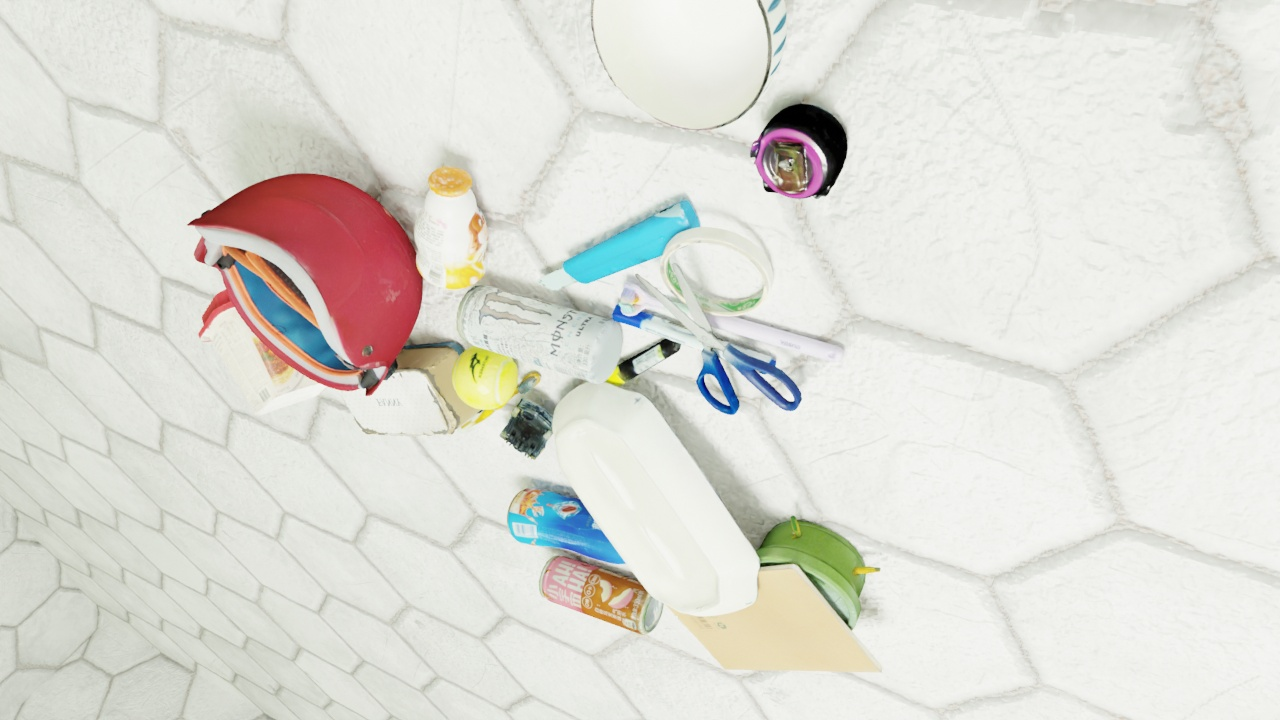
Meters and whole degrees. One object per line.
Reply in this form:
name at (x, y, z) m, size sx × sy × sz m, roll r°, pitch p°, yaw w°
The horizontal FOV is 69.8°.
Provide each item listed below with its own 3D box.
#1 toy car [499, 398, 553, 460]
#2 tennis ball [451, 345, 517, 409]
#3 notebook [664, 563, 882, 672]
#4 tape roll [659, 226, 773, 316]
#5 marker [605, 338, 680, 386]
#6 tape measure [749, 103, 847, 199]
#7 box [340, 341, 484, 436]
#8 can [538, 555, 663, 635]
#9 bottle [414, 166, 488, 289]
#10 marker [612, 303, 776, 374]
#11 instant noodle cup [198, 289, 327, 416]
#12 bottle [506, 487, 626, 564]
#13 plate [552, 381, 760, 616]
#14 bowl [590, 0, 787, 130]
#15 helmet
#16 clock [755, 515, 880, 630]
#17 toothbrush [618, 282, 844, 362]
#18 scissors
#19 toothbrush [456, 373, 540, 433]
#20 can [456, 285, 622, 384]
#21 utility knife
toy car at (-0.115, 0.070, 0.960) m, size 0.049 × 0.031 × 0.106 m, roll 34°, pitch 149°, yaw -2°
tennis ball at (-0.154, 0.016, 0.909) m, size 0.065 × 0.065 × 0.066 m, roll 21°, pitch 139°, yaw 19°
notebook at (0.116, 0.261, 0.912) m, size 0.208 × 0.008 × 0.148 m, roll -21°, pitch 115°, yaw 47°
tape roll at (0.057, -0.066, 0.694) m, size 0.086 × 0.013 × 0.086 m, roll 14°, pitch 146°, yaw 10°
marker at (-0.005, 0.005, 0.829) m, size 0.124 × 0.015 × 0.018 m, roll -30°, pitch 99°, yaw 46°
tape measure at (0.102, -0.132, 0.589) m, size 0.057 × 0.039 × 0.058 m, roll 13°, pitch 136°, yaw 27°
box at (-0.248, 0.032, 0.992) m, size 0.185 × 0.061 × 0.090 m, roll -2°, pitch 118°, yaw 36°
can at (-0.048, 0.281, 1.104) m, size 0.147 × 0.057 × 0.058 m, roll 11°, pitch 135°, yaw 28°
bottle at (-0.162, -0.113, 0.786) m, size 0.063 × 0.063 × 0.109 m, roll 26°, pitch 141°, yaw 12°
marker at (0.043, -0.018, 0.766) m, size 0.146 × 0.016 × 0.017 m, roll 21°, pitch 139°, yaw 19°
instant noodle cup at (-0.399, -0.015, 0.999) m, size 0.117 × 0.116 × 0.124 m, roll -28°, pitch 85°, yaw 49°
bottle at (-0.046, 0.184, 1.001) m, size 0.219 × 0.065 × 0.065 m, roll 4°, pitch 131°, yaw 33°
plate at (0.004, 0.142, 0.873) m, size 0.162 × 0.034 × 0.265 m, roll -30°, pitch 96°, yaw 47°
bowl at (0.036, -0.204, 0.544) m, size 0.116 × 0.066 × 0.117 m, roll 21°, pitch 139°, yaw 20°
helmet at (-0.293, -0.079, 0.862) m, size 0.207 × 0.143 × 0.241 m, roll 39°, pitch 155°, yaw -3°
clock at (0.155, 0.217, 0.891) m, size 0.116 × 0.056 × 0.162 m, roll 32°, pitch 141°, yaw 7°
toothbrush at (0.070, -0.029, 0.733) m, size 0.189 × 0.021 × 0.029 m, roll 16°, pitch 118°, yaw 21°
scissors at (0.058, -0.008, 0.739) m, size 0.163 × 0.012 × 0.161 m, roll 30°, pitch 149°, yaw 6°
toothbrush at (-0.157, 0.051, 0.984) m, size 0.016 × 0.018 × 0.192 m, roll 47°, pitch 140°, yaw -10°
can at (-0.091, -0.025, 0.827) m, size 0.147 × 0.058 × 0.058 m, roll 17°, pitch 138°, yaw 23°
utility knife at (-0.023, -0.085, 0.745) m, size 0.188 × 0.018 × 0.034 m, roll -17°, pitch 125°, yaw 44°
